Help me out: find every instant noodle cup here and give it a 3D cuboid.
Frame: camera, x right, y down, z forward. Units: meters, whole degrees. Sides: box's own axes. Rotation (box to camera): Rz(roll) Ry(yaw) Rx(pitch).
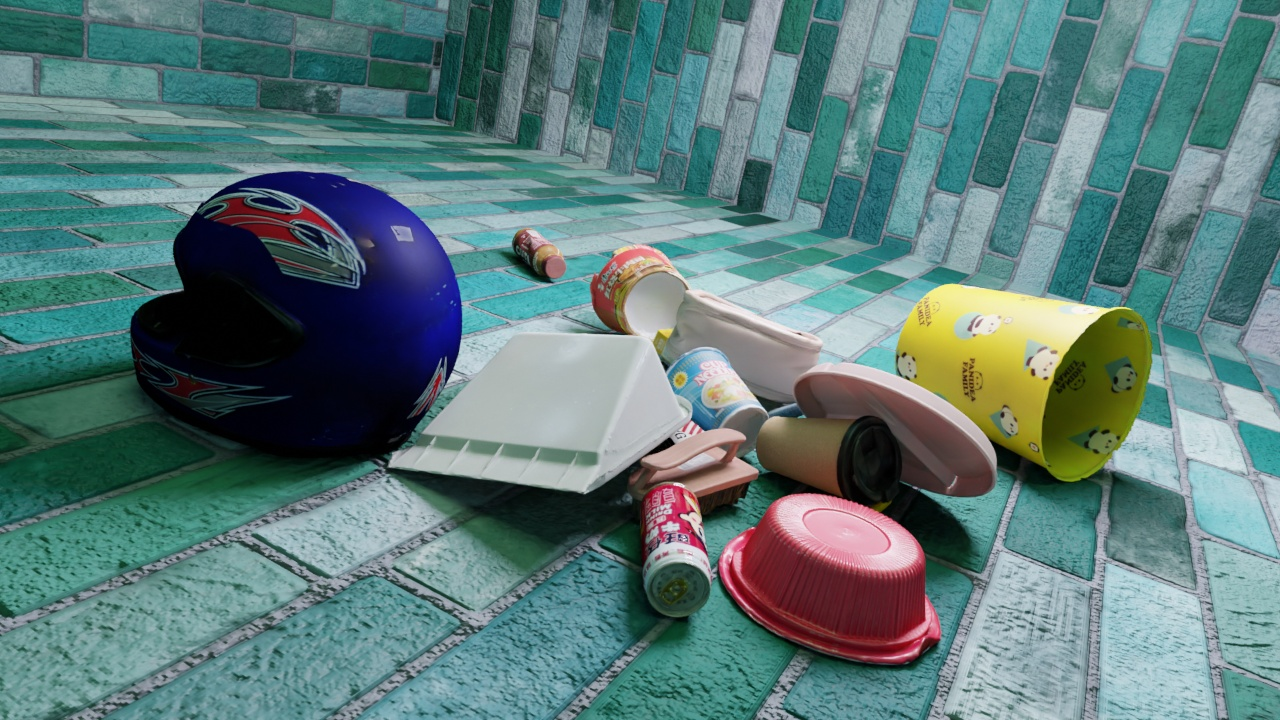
[{"bbox_3d":[0.010,-0.089,1.328,0.137,0.138,0.108,5,16,-22],"label":"instant noodle cup"},{"bbox_3d":[0.089,0.054,1.045,0.099,0.099,0.110,0,29,-32],"label":"instant noodle cup"},{"bbox_3d":[0.167,0.171,0.776,0.194,0.066,0.193,12,18,-4],"label":"instant noodle cup"}]

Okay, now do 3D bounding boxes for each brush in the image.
[{"bbox_3d":[0.045,0.108,0.872,0.145,0.073,0.063,-9,28,-44],"label":"brush"}]

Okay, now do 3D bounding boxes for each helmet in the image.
[{"bbox_3d":[-0.324,-0.060,0.871,0.316,0.241,0.246,16,17,13],"label":"helmet"}]

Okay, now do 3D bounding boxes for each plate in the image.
[{"bbox_3d":[0.269,0.072,0.972,0.229,0.028,0.230,31,-17,10],"label":"plate"}]

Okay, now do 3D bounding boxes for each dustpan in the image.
[{"bbox_3d":[-0.068,0.069,0.906,0.223,0.143,0.256,3,43,29],"label":"dustpan"}]

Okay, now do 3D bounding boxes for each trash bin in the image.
[{"bbox_3d":[0.507,0.012,1.250,0.229,0.230,0.255,0,16,-34],"label":"trash bin"}]

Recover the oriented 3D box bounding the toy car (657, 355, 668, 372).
[{"bbox_3d":[-0.007,0.007,1.203,0.090,0.034,0.043,10,16,-15],"label":"toy car"}]

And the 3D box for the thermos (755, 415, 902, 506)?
[{"bbox_3d":[0.194,0.098,0.957,0.092,0.093,0.143,-5,7,-42],"label":"thermos"}]

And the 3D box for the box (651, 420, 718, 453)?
[{"bbox_3d":[0.024,0.071,1.011,0.068,0.051,0.164,16,8,-41],"label":"box"}]

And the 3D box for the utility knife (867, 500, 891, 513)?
[{"bbox_3d":[0.224,0.153,0.944,0.033,0.015,0.171,24,21,30],"label":"utility knife"}]

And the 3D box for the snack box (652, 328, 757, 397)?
[{"bbox_3d":[0.090,0.004,1.240,0.086,0.034,0.140,-5,34,-43],"label":"snack box"}]

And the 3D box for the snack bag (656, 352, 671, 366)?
[{"bbox_3d":[0.009,-0.009,1.277,0.104,0.026,0.048,9,27,-12],"label":"snack bag"}]

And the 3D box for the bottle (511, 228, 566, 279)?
[{"bbox_3d":[-0.180,-0.190,1.645,0.057,0.057,0.175,3,20,-26],"label":"bottle"}]

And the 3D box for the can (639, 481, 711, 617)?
[{"bbox_3d":[0.027,0.153,0.755,0.053,0.053,0.132,11,18,-5],"label":"can"}]

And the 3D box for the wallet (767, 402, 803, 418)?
[{"bbox_3d":[0.222,0.049,1.125,0.120,0.019,0.097,-18,-5,-26],"label":"wallet"}]

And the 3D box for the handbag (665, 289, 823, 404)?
[{"bbox_3d":[0.143,-0.039,1.251,0.193,0.093,0.233,21,17,1],"label":"handbag"}]
